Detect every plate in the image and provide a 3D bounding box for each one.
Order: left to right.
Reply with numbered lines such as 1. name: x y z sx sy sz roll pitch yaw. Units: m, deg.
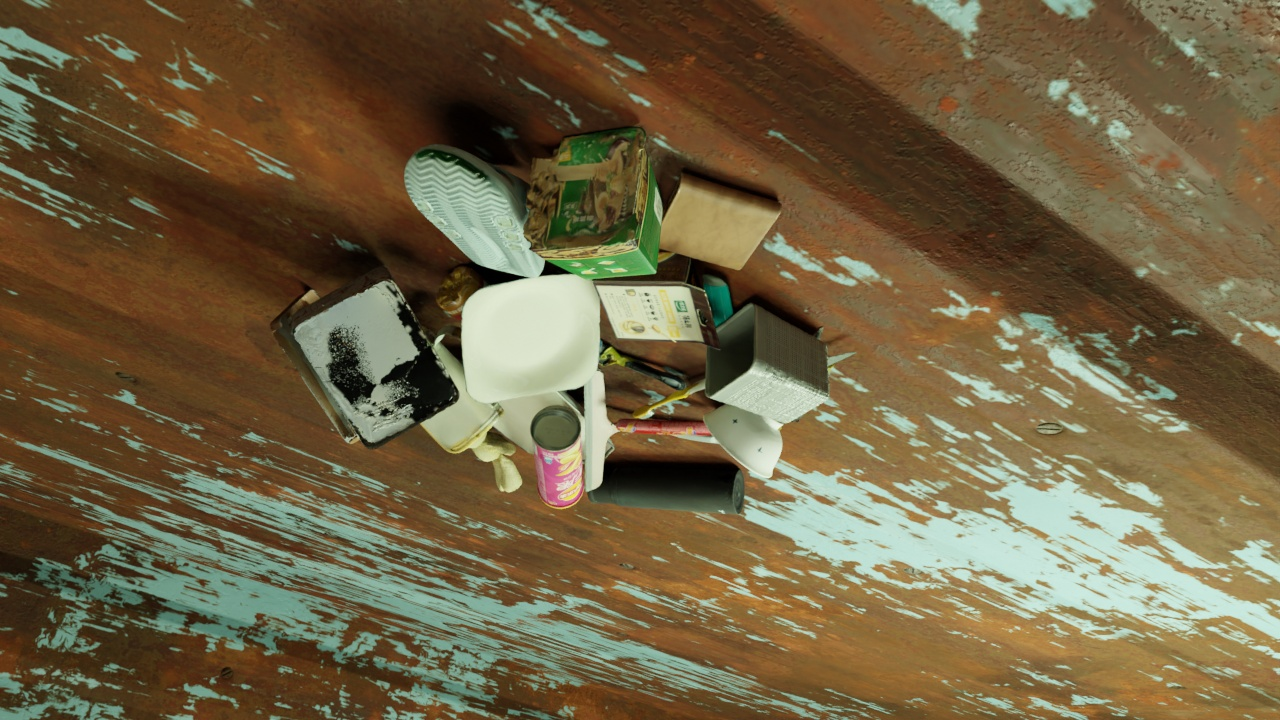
1. plate: -0.128 -0.031 1.062 0.164 0.034 0.164 -9 127 -18
2. plate: -0.144 0.075 1.317 0.162 0.034 0.266 -8 145 29

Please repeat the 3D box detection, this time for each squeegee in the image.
1. squeegee: 0.046 0.102 1.292 0.249 0.040 0.248 4 132 1

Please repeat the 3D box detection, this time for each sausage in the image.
1. sausage: 0.037 0.091 1.243 0.156 0.020 0.020 2 149 3

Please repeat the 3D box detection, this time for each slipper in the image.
1. slipper: -0.145 -0.148 0.902 0.104 0.074 0.245 13 167 11

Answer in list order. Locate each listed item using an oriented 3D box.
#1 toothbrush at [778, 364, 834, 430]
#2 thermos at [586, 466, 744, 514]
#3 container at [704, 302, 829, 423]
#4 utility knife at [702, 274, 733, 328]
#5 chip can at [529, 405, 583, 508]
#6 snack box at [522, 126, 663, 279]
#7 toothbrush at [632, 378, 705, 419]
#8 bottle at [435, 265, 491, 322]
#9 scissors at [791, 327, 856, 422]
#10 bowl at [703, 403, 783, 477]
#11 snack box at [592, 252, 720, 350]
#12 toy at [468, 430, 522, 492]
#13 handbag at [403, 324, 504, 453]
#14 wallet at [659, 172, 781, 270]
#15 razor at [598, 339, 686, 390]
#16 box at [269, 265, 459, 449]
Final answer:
1. toothbrush: 0.201 0.049 1.168 0.015 0.016 0.191 14 150 -8
2. thermos: 0.042 0.198 1.444 0.243 0.068 0.089 1 -179 22
3. container: 0.145 0.009 1.028 0.114 0.090 0.090 22 143 -24
4. utility knife: 0.091 -0.054 1.038 0.029 0.013 0.157 6 152 15
5. chip can: -0.117 0.142 1.313 0.071 0.071 0.211 10 150 3
6. snack box: -0.032 -0.135 0.859 0.118 0.118 0.105 -2 160 24
7. toothbrush: 0.063 0.042 1.184 0.192 0.016 0.018 -26 141 35
8. bottle: -0.163 -0.043 1.099 0.058 0.057 0.175 -13 142 36
9. scissors: 0.185 0.019 1.109 0.176 0.014 0.159 4 136 30
10. bowl: 0.147 0.089 1.193 0.118 0.118 0.065 32 107 -32
11. snack box: 0.022 -0.064 1.002 0.126 0.053 0.113 2 148 16
12. toy: -0.233 0.141 1.411 0.105 0.066 0.157 22 147 49
13. handbag: -0.243 0.023 1.191 0.163 0.063 0.179 48 135 -9
14. wallet: 0.071 -0.133 0.904 0.101 0.020 0.115 16 153 -9
15. razor: -0.007 0.007 1.164 0.142 0.022 0.043 21 118 -11
16. box: -0.337 -0.009 1.125 0.183 0.156 0.193 65 170 -23
